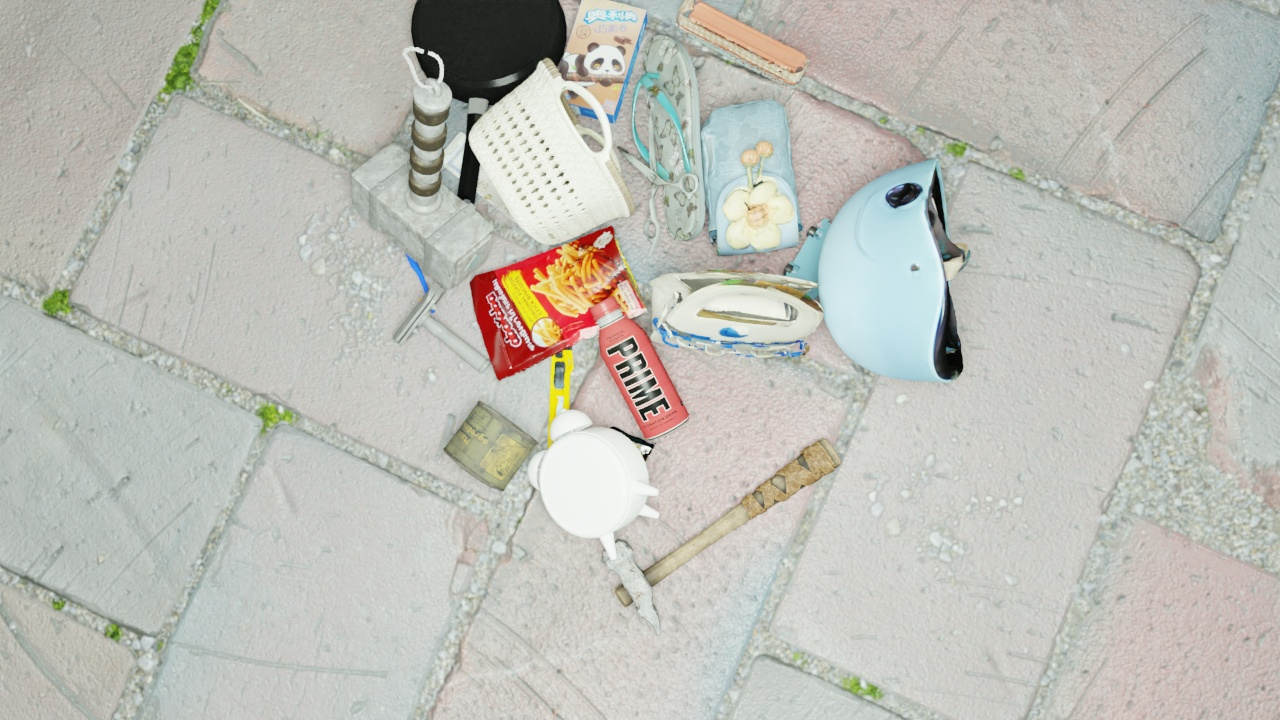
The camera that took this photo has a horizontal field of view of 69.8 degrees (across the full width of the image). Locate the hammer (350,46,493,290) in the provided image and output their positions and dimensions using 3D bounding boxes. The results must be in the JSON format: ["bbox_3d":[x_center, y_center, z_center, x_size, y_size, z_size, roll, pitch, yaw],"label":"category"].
[{"bbox_3d":[-0.242,-0.224,1.039,0.177,0.327,0.079,40,62,4],"label":"hammer"}]

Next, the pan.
[{"bbox_3d":[-0.207,-0.362,1.186,0.204,0.044,0.355,6,79,3],"label":"pan"}]

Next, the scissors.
[{"bbox_3d":[0.017,-0.214,1.145,0.142,0.014,0.175,23,117,40],"label":"scissors"}]

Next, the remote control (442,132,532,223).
[{"bbox_3d":[-0.198,-0.239,1.193,0.136,0.011,0.050,38,86,6],"label":"remote control"}]

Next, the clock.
[{"bbox_3d":[-0.053,0.141,1.091,0.161,0.072,0.125,39,113,21],"label":"clock"}]

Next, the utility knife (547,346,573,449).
[{"bbox_3d":[-0.100,0.052,1.152,0.030,0.017,0.151,0,85,14],"label":"utility knife"}]

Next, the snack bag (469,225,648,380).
[{"bbox_3d":[-0.107,-0.075,1.155,0.208,0.066,0.139,-23,83,8],"label":"snack bag"}]

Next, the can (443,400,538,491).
[{"bbox_3d":[-0.181,0.104,1.110,0.090,0.090,0.074,35,85,6],"label":"can"}]

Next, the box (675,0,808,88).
[{"bbox_3d":[0.131,-0.414,1.184,0.187,0.056,0.059,29,117,7],"label":"box"}]

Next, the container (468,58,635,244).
[{"bbox_3d":[-0.098,-0.231,1.073,0.143,0.246,0.184,-31,90,3],"label":"container"}]

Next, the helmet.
[{"bbox_3d":[0.293,-0.106,1.057,0.167,0.225,0.265,2,58,23],"label":"helmet"}]

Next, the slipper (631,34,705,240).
[{"bbox_3d":[0.033,-0.283,1.143,0.054,0.098,0.268,-5,83,-35],"label":"slipper"}]

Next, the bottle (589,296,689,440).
[{"bbox_3d":[-0.007,0.007,1.112,0.062,0.062,0.176,-28,95,-1],"label":"bottle"}]

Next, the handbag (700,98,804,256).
[{"bbox_3d":[0.136,-0.224,1.124,0.122,0.118,0.192,-5,88,5],"label":"handbag"}]

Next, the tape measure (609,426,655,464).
[{"bbox_3d":[-0.021,0.118,1.129,0.062,0.034,0.061,21,86,6],"label":"tape measure"}]

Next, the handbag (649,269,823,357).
[{"bbox_3d":[0.113,-0.055,1.056,0.200,0.200,0.093,3,82,-12],"label":"handbag"}]

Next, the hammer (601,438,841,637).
[{"bbox_3d":[0.106,0.199,1.111,0.318,0.049,0.121,-34,85,-4],"label":"hammer"}]

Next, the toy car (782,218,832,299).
[{"bbox_3d":[0.221,-0.124,1.153,0.060,0.027,0.107,30,75,6],"label":"toy car"}]

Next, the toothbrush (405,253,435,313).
[{"bbox_3d":[-0.304,-0.142,1.184,0.018,0.016,0.182,-25,83,4],"label":"toothbrush"}]

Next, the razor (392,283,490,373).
[{"bbox_3d":[-0.239,-0.027,1.150,0.116,0.047,0.088,39,112,-8],"label":"razor"}]

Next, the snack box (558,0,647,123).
[{"bbox_3d":[-0.053,-0.393,1.195,0.087,0.034,0.151,16,84,4],"label":"snack box"}]
